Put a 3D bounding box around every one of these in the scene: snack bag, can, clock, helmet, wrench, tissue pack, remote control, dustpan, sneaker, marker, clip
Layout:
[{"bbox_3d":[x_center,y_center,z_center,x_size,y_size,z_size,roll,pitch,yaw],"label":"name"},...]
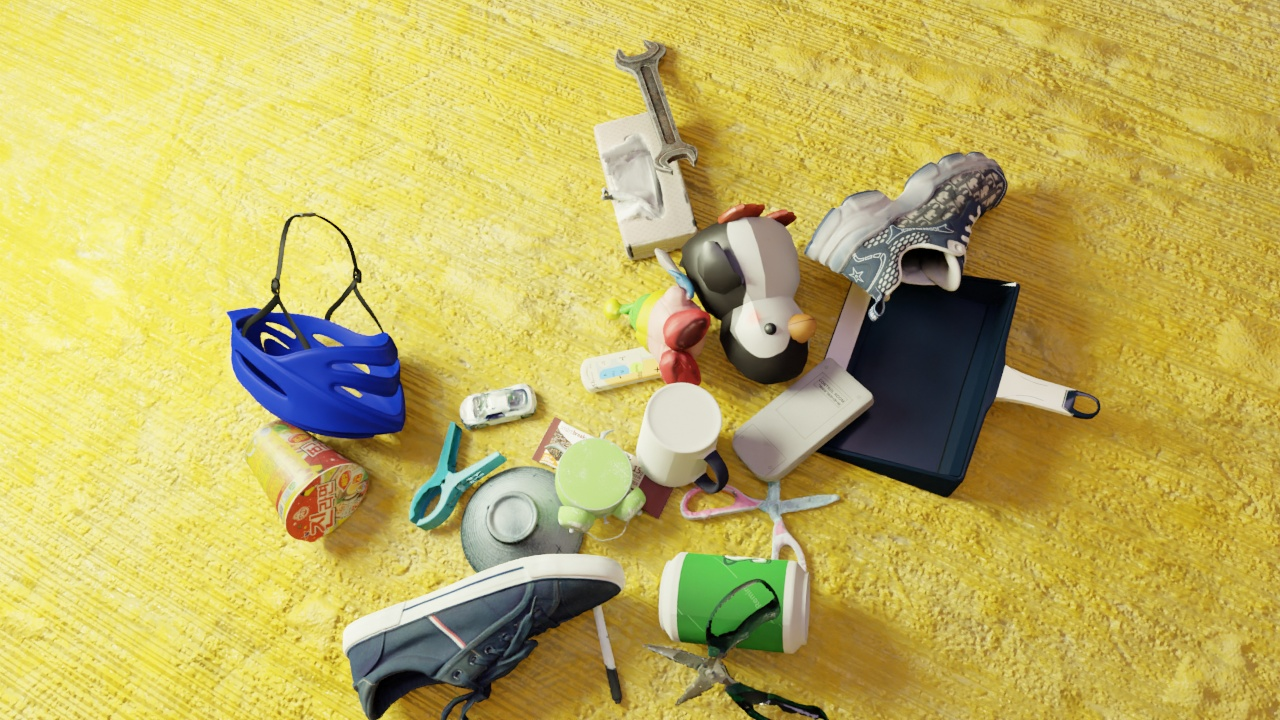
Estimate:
[{"bbox_3d":[-0.039,0.117,1.011,0.158,0.013,0.057,24,72,13],"label":"snack bag"},{"bbox_3d":[0.094,0.238,0.904,0.140,0.088,0.087,2,69,14],"label":"can"},{"bbox_3d":[-0.048,0.132,0.968,0.094,0.043,0.119,-15,71,-12],"label":"clock"},{"bbox_3d":[-0.341,-0.034,0.994,0.242,0.147,0.228,24,109,18],"label":"helmet"},{"bbox_3d":[0.020,-0.317,1.126,0.070,0.010,0.272,-11,50,-3],"label":"wrench"},{"bbox_3d":[0.001,-0.216,1.108,0.104,0.071,0.181,-13,72,-1],"label":"tissue pack"},{"bbox_3d":[0.172,0.066,0.993,0.151,0.019,0.074,-38,52,-4],"label":"remote control"},{"bbox_3d":[0.335,0.018,0.978,0.273,0.080,0.235,19,72,12],"label":"dustpan"},{"bbox_3d":[0.318,-0.134,1.005,0.268,0.103,0.132,-24,66,-24],"label":"sneaker"},{"bbox_3d":[-0.006,0.006,1.048,0.125,0.018,0.038,-13,68,-2],"label":"remote control"},{"bbox_3d":[-0.040,0.277,0.951,0.011,0.011,0.152,-15,68,-1],"label":"marker"},{"bbox_3d":[-0.146,0.285,0.907,0.294,0.121,0.127,-20,56,1],"label":"sneaker"},{"bbox_3d":[-0.205,0.137,1.005,0.097,0.026,0.116,27,77,32],"label":"clip"}]

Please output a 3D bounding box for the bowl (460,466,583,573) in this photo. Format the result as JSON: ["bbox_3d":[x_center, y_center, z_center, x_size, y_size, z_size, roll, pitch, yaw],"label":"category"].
[{"bbox_3d":[-0.131,0.172,0.974,0.137,0.057,0.137,-2,69,4],"label":"bowl"}]

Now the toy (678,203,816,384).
[{"bbox_3d":[0.119,-0.059,1.015,0.140,0.158,0.184,-26,75,37],"label":"toy"}]

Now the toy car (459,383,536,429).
[{"bbox_3d":[-0.163,0.051,1.039,0.090,0.027,0.038,-13,70,0],"label":"toy car"}]

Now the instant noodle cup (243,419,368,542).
[{"bbox_3d":[-0.371,0.121,1.000,0.112,0.100,0.100,39,77,25],"label":"instant noodle cup"}]

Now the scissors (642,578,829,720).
[{"bbox_3d":[0.106,0.284,0.866,0.202,0.206,0.015,20,34,2],"label":"scissors"}]

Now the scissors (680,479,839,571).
[{"bbox_3d":[0.131,0.173,0.975,0.170,0.013,0.176,-8,67,-1],"label":"scissors"}]

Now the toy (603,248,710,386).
[{"bbox_3d":[0.020,-0.045,1.007,0.096,0.124,0.131,-8,35,-14],"label":"toy"}]

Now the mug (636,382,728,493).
[{"bbox_3d":[0.050,0.091,0.960,0.078,0.097,0.112,-35,71,-22],"label":"mug"}]
